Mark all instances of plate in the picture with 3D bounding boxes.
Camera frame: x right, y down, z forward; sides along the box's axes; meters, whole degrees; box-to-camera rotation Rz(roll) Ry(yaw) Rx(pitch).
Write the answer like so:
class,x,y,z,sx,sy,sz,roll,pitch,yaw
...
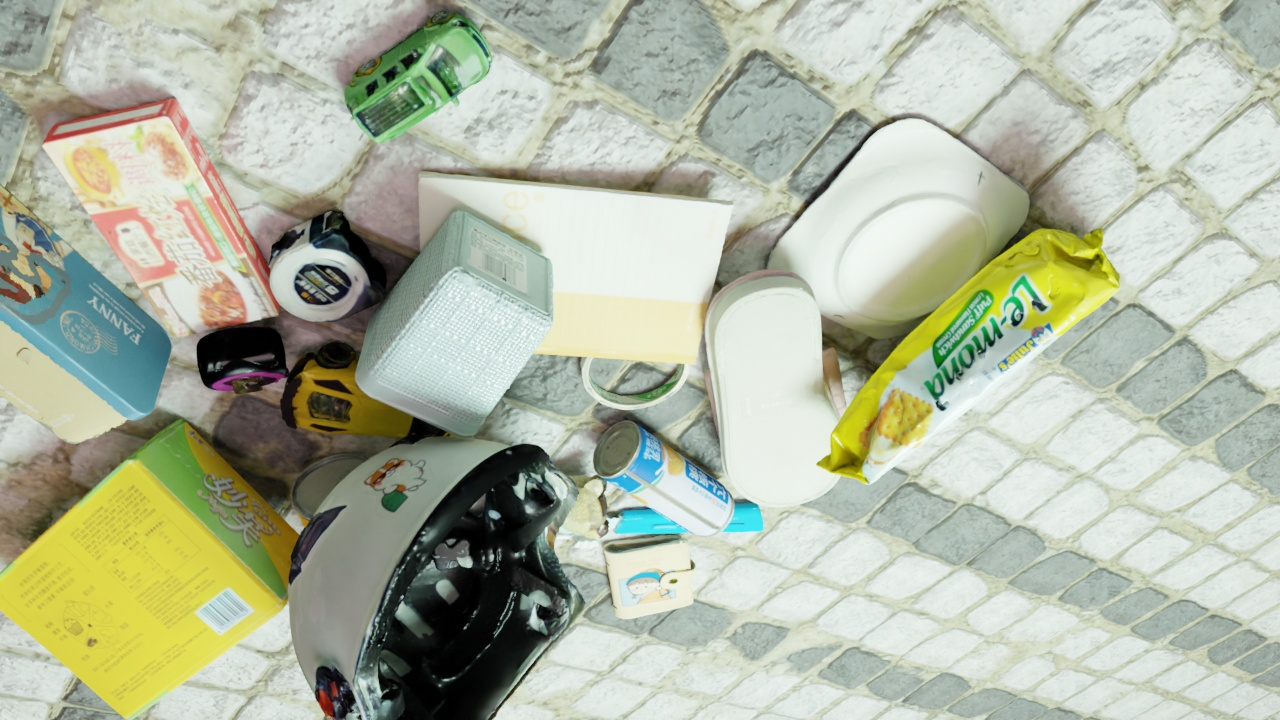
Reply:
class,x,y,z,sx,sy,sz,roll,pitch,yaw
plate,0.193,-0.081,0.671,0.164,0.034,0.164,22,125,-28

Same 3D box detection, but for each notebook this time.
class,x,y,z,sx,sy,sz,roll,pitch,yaw
notebook,-0.050,-0.059,0.644,0.206,0.010,0.146,4,131,-7

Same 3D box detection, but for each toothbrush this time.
class,x,y,z,sx,sy,sz,roll,pitch,yaw
toothbrush,-0.127,0.166,0.843,0.180,0.016,0.016,1,129,-12

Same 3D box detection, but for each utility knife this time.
class,x,y,z,sx,sy,sz,roll,pitch,yaw
utility knife,0.011,0.151,0.857,0.218,0.018,0.034,-1,132,-9

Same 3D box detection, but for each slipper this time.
class,x,y,z,sx,sy,sz,roll,pitch,yaw
slipper,0.107,0.027,0.738,0.114,0.054,0.275,-17,136,4

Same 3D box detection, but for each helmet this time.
class,x,y,z,sx,sy,sz,roll,pitch,yaw
helmet,-0.161,0.160,0.666,0.157,0.229,0.274,18,138,26

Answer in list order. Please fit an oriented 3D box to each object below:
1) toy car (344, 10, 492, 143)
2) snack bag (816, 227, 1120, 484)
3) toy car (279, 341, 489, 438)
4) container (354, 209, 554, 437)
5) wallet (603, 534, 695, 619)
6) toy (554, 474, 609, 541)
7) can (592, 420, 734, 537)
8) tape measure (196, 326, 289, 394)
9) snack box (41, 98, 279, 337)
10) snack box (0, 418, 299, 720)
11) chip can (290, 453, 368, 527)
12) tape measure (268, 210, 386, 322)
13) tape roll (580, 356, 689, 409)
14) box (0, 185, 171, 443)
class,x,y,z,sx,sy,sz,roll,pitch,yaw
toy car,-0.129,-0.162,0.532,0.091,0.036,0.043,-32,129,12
snack bag,0.243,-0.008,0.683,0.247,0.068,0.157,-46,166,25
toy car,-0.187,0.030,0.691,0.155,0.041,0.071,8,130,-20
container,-0.117,-0.027,0.605,0.090,0.089,0.112,28,121,-25
wallet,0.012,0.214,0.912,0.087,0.024,0.115,-5,132,0
toy,-0.105,0.125,0.785,0.157,0.066,0.105,0,121,-1
can,0.023,0.105,0.792,0.053,0.053,0.134,-37,128,21
tape measure,-0.274,0.001,0.633,0.057,0.039,0.058,-10,171,-18
snack box,-0.292,-0.084,0.576,0.075,0.025,0.153,-12,133,-1
snack box,-0.381,0.167,0.719,0.210,0.069,0.157,-36,103,21
chip can,-0.236,0.176,0.793,0.072,0.072,0.214,-8,133,-4
tape measure,-0.211,-0.059,0.609,0.066,0.033,0.066,-21,131,5
tape roll,-0.004,0.004,0.722,0.085,0.013,0.086,-6,133,-6
box,-0.377,-0.026,0.570,0.062,0.089,0.184,-25,134,10
